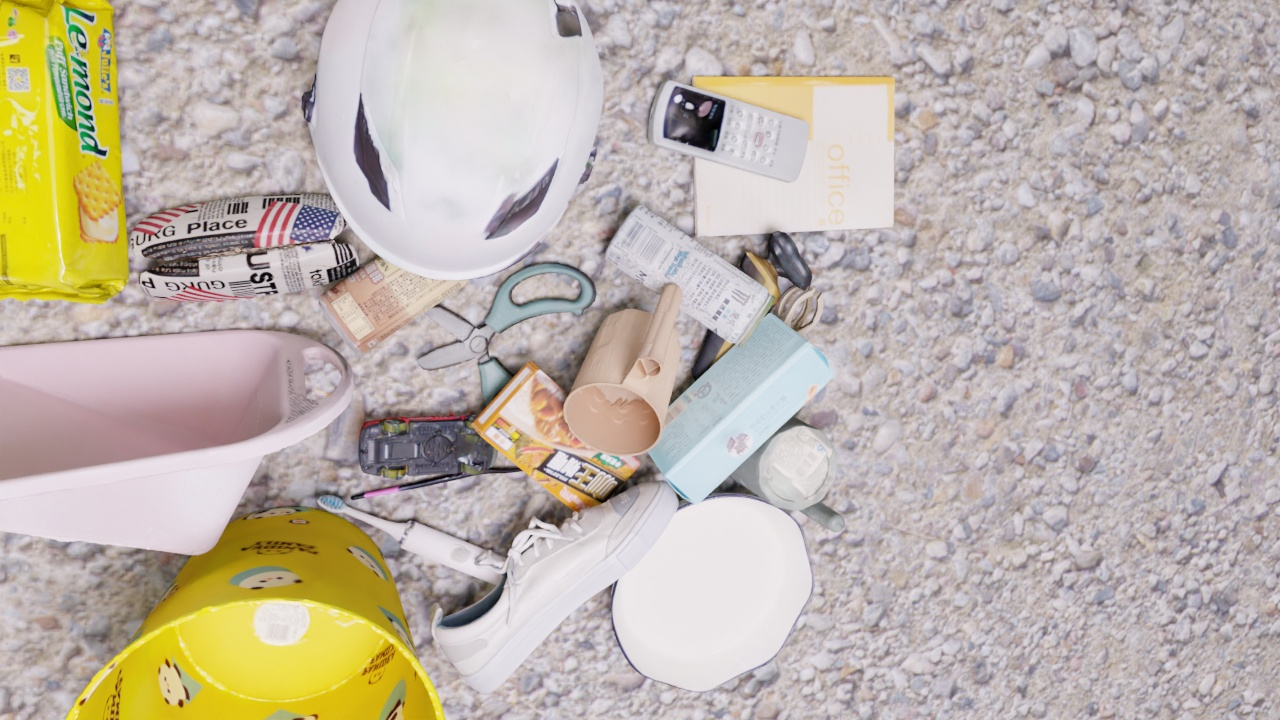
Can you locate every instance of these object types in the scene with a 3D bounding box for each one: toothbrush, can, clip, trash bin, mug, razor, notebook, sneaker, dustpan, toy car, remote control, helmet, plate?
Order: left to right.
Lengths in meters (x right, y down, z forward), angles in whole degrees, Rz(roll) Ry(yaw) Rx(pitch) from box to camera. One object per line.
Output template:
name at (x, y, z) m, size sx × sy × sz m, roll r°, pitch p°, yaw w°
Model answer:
dustpan at (-0.358, 0.022, 0.644) m, size 0.273 × 0.222 × 0.139 m, roll 21°, pitch 105°, yaw -32°
trash bin at (-0.271, 0.234, 0.680) m, size 0.229 × 0.255 × 0.230 m, roll -3°, pitch 101°, yaw -17°
can at (-0.200, -0.059, 0.755) m, size 0.116 × 0.058 × 0.058 m, roll -35°, pitch 108°, yaw -9°
toy car at (-0.182, 0.071, 0.791) m, size 0.120 × 0.045 × 0.053 m, roll 2°, pitch 101°, yaw -23°
toothbrush at (-0.182, 0.165, 0.817) m, size 0.221 × 0.026 × 0.026 m, roll 27°, pitch 57°, yaw -19°
toothbrush at (-0.162, 0.101, 0.820) m, size 0.189 × 0.014 × 0.018 m, roll -10°, pitch 92°, yaw -15°
helmet at (-0.128, -0.199, 0.682) m, size 0.229 × 0.146 × 0.258 m, roll 14°, pitch 79°, yaw -17°
sneaker at (-0.079, 0.173, 0.801) m, size 0.242 × 0.089 × 0.091 m, roll -41°, pitch 101°, yaw -8°
mug at (-0.005, 0.005, 0.777) m, size 0.084 × 0.103 × 0.125 m, roll 26°, pitch 132°, yaw -7°
can at (0.043, -0.074, 0.804) m, size 0.147 × 0.058 × 0.058 m, roll 34°, pitch 88°, yaw 1°
plate at (0.066, 0.217, 0.885) m, size 0.204 × 0.045 × 0.205 m, roll -4°, pitch 106°, yaw -16°
remote control at (0.081, -0.205, 0.825) m, size 0.150 × 0.021 × 0.058 m, roll 11°, pitch 95°, yaw -19°
razor at (0.101, -0.040, 0.856) m, size 0.067 × 0.062 × 0.167 m, roll 31°, pitch 95°, yaw 10°
clip at (0.136, -0.031, 0.881) m, size 0.066 × 0.034 × 0.099 m, roll 30°, pitch 98°, yaw -21°
mug at (0.137, 0.103, 0.865) m, size 0.083 × 0.103 × 0.124 m, roll -40°, pitch 107°, yaw -7°
notebook at (0.147, -0.193, 0.864) m, size 0.206 × 0.010 × 0.146 m, roll -4°, pitch 100°, yaw -16°

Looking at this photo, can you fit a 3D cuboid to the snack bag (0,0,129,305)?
snack bag at (-0.454, -0.154, 0.639) m, size 0.158 × 0.068 × 0.246 m, roll 1°, pitch 99°, yaw -4°

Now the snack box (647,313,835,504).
snack box at (0.083, 0.042, 0.818) m, size 0.175 × 0.074 × 0.051 m, roll -44°, pitch 121°, yaw 3°

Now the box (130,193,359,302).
box at (-0.309, -0.097, 0.719) m, size 0.162 × 0.076 × 0.087 m, roll -8°, pitch 81°, yaw -13°

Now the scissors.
scissors at (-0.105, 0.001, 0.817) m, size 0.170 × 0.019 × 0.181 m, roll -23°, pitch 107°, yaw -14°

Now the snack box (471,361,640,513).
snack box at (-0.072, 0.074, 0.815) m, size 0.075 × 0.026 × 0.154 m, roll -48°, pitch 126°, yaw -6°
